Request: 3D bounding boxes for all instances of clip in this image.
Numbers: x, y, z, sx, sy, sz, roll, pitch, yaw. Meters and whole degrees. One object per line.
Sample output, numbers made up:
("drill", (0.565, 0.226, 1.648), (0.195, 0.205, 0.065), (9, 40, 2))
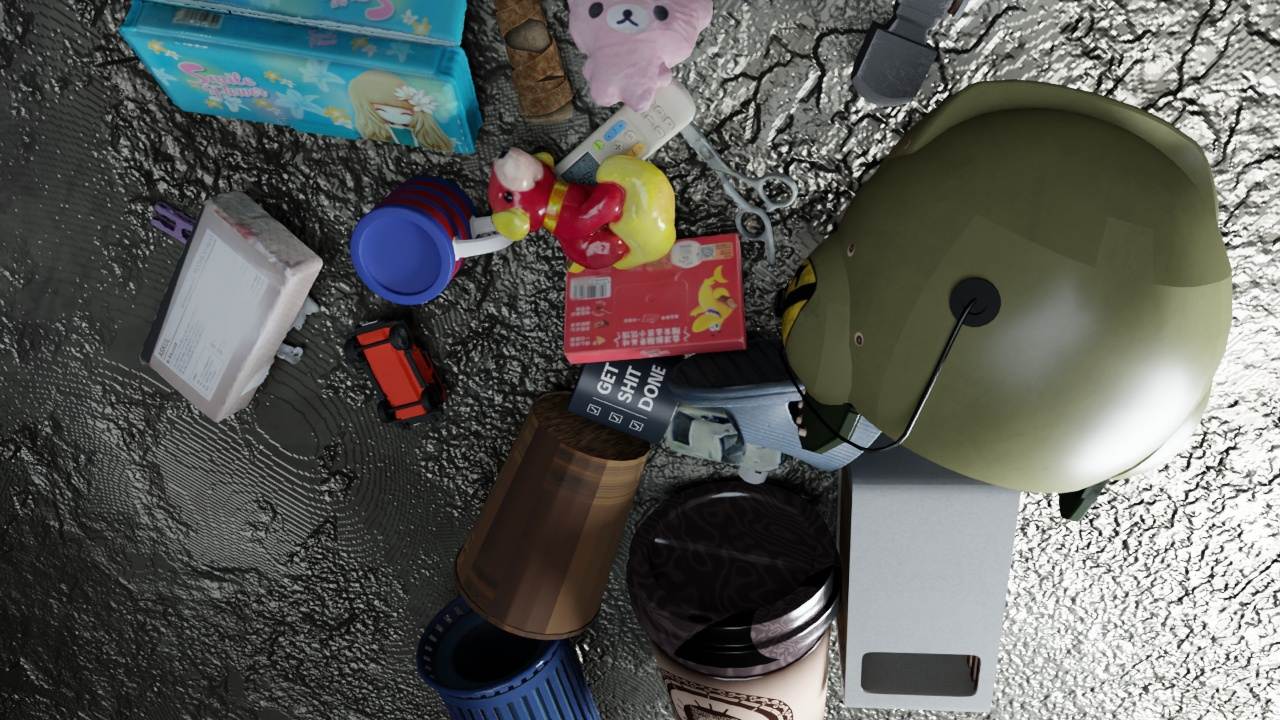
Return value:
("clip", (-0.368, -0.110, 0.738), (0.053, 0.013, 0.037), (17, 118, 2))

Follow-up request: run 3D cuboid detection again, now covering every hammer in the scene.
("hammer", (-0.100, -0.303, 0.572), (0.122, 0.048, 0.319), (3, 126, 28))
("hammer", (0.055, -0.284, 0.575), (0.322, 0.043, 0.156), (21, 119, -1))

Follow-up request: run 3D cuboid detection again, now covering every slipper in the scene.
("slipper", (0.146, 0.033, 0.676), (0.263, 0.101, 0.083), (-2, 111, -12))

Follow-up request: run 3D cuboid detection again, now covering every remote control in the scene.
("remote control", (-0.015, -0.154, 0.657), (0.126, 0.018, 0.038), (-34, 108, 31))

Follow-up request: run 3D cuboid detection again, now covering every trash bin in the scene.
("trash bin", (-0.104, 0.348, 0.877), (0.139, 0.139, 0.250), (-9, 118, 12))
("trash bin", (0.222, 0.161, 0.744), (0.114, 0.114, 0.229), (-1, 118, 8))

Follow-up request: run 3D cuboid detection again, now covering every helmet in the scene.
("helmet", (0.217, -0.042, 0.546), (0.250, 0.255, 0.233), (15, 120, -2))

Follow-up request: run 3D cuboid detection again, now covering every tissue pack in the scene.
("tissue pack", (-0.326, -0.039, 0.746), (0.104, 0.071, 0.182), (39, 117, 1))

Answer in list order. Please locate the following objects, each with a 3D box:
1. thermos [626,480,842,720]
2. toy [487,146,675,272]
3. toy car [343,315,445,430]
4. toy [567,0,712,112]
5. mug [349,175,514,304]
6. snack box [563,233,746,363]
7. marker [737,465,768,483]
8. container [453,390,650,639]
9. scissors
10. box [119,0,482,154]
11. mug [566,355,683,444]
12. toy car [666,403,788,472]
("thermos", (0.086, 0.241, 0.783), (0.173, 0.172, 0.226), (-3, 124, 9))
("toy", (-0.041, -0.105, 0.656), (0.137, 0.067, 0.106), (12, 130, -6))
("toy car", (-0.198, 0.008, 0.757), (0.051, 0.048, 0.100), (-14, 115, 15))
("toy", (-0.006, -0.207, 0.602), (0.099, 0.095, 0.053), (9, 163, 3))
("mug", (-0.148, -0.091, 0.682), (0.112, 0.076, 0.075), (0, 118, 8))
("snack box", (0.010, -0.046, 0.683), (0.133, 0.089, 0.021), (-4, 157, 10))
("marker", (0.112, 0.046, 0.749), (0.025, 0.025, 0.126), (18, 119, -2))
("container", (-0.068, 0.122, 0.762), (0.132, 0.132, 0.167), (21, 113, -4))
("scissors", (0.050, -0.139, 0.667), (0.171, 0.014, 0.090), (31, 134, 1))
("box", (-0.224, -0.223, 0.612), (0.227, 0.083, 0.173), (10, 128, 3))
("mug", (-0.004, 0.004, 0.724), (0.077, 0.071, 0.105), (21, 92, -4))
("toy car", (0.068, 0.061, 0.744), (0.105, 0.033, 0.048), (10, 111, 25))
